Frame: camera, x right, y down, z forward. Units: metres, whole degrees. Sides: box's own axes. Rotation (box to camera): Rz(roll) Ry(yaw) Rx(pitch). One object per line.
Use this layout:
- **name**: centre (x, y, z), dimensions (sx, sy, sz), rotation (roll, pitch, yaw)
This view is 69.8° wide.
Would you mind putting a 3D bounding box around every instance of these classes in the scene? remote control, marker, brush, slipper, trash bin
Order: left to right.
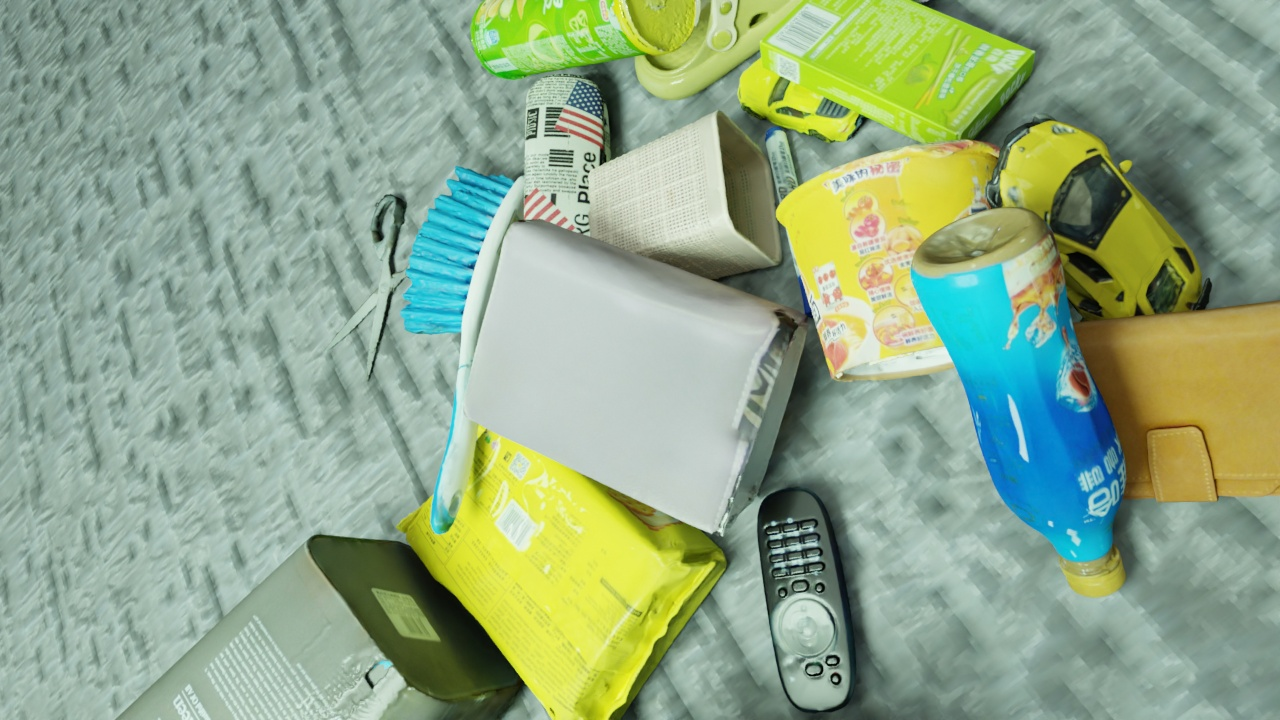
- **trash bin**: centre (-0.223, 0.255, 0.638), dimensions (0.199, 0.198, 0.220), rotation (43, 94, 23)
- **brush**: centre (-0.140, -0.023, 0.703), dimensions (0.110, 0.060, 0.313), rotation (6, 62, 22)
- **slipper**: centre (0.065, -0.275, 0.678), dimensions (0.191, 0.081, 0.091), rotation (-38, 64, 19)
- **marker**: centre (0.108, -0.099, 0.643), dimensions (0.017, 0.017, 0.145), rotation (-18, 69, 24)
- **remote control**: centre (0.105, 0.148, 0.575), dimensions (0.053, 0.024, 0.136), rotation (-14, 72, 24)

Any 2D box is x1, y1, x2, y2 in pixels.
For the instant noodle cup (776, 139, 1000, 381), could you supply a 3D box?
- **instant noodle cup**: centre (0.157, -0.050, 0.539), dimensions (0.138, 0.138, 0.109), rotation (-13, 78, 26)

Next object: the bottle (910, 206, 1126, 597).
- **bottle**: centre (0.201, 0.031, 0.463), dimensions (0.065, 0.219, 0.065), rotation (-24, 22, 10)

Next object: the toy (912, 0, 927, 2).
- **toy**: centre (0.208, -0.277, 0.619), dimensions (0.108, 0.039, 0.083), rotation (-3, 76, 32)

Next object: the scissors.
- **scissors**: centre (-0.231, -0.072, 0.831), dimensions (0.181, 0.014, 0.159), rotation (-29, 65, 22)

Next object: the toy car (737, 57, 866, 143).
- **toy car**: centre (0.113, -0.191, 0.655), dimensions (0.105, 0.032, 0.048), rotation (30, 93, 34)

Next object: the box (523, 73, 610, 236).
- **box**: centre (-0.058, -0.150, 0.714), dimensions (0.075, 0.081, 0.163), rotation (-6, 71, 23)

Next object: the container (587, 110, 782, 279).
- **container**: centre (0.028, -0.104, 0.649), dimensions (0.111, 0.089, 0.090), rotation (-14, 70, 29)

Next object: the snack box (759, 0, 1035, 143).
- **snack box**: centre (0.166, -0.199, 0.607), dimensions (0.156, 0.026, 0.085), rotation (35, 74, 27)

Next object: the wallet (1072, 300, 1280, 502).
- **wallet**: centre (0.277, 0.025, 0.477), dimensions (0.132, 0.031, 0.108), rotation (-6, 112, 34)

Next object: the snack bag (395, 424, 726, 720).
- **snack bag**: centre (-0.067, 0.133, 0.652), dimensions (0.246, 0.068, 0.158), rotation (37, 96, 32)

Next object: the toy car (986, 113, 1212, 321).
- **toy car**: centre (0.244, -0.063, 0.489), dimensions (0.071, 0.156, 0.041), rotation (-53, 21, -7)

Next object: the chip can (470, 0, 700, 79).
- **chip can**: centre (-0.053, -0.263, 0.710), dimensions (0.222, 0.072, 0.072), rotation (13, 83, 50)

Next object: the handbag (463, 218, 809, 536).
- **handbag**: centre (-0.004, 0.003, 0.598), dimensions (0.197, 0.098, 0.145), rotation (22, 115, 18)
